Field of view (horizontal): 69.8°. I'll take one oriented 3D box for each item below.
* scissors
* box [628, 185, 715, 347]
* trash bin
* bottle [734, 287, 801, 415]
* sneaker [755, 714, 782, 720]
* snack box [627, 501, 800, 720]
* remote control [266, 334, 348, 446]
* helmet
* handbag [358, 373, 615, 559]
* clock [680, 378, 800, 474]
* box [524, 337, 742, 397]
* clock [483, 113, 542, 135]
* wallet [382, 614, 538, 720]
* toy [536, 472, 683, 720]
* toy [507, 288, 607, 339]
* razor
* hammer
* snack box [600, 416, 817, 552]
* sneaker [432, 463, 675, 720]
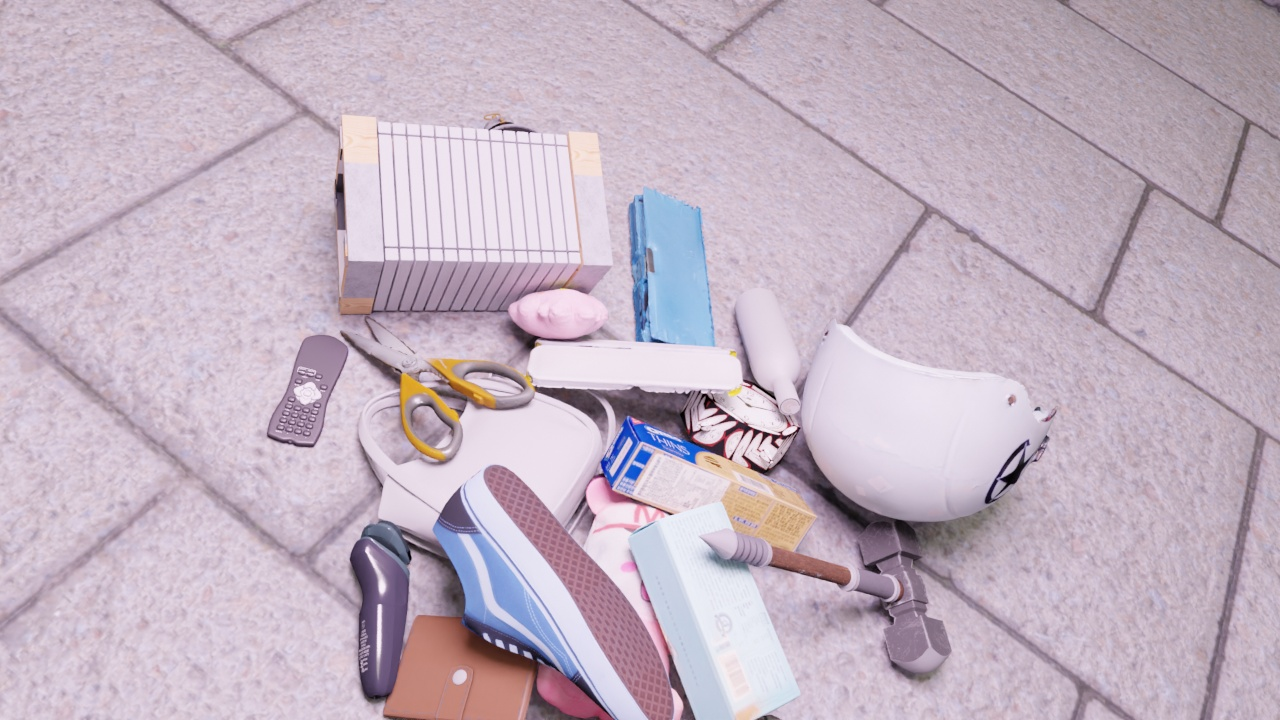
[{"bbox_3d":[-0.198,0.008,0.875,0.161,0.016,0.225,-26,48,-23],"label":"scissors"},{"bbox_3d":[0.037,-0.101,1.060,0.093,0.049,0.231,9,54,-15],"label":"box"},{"bbox_3d":[-0.174,-0.138,0.924,0.246,0.143,0.142,-1,74,-21],"label":"trash bin"},{"bbox_3d":[0.141,-0.008,0.985,0.052,0.053,0.195,12,32,-12],"label":"bottle"},{"bbox_3d":[0.018,0.342,0.717,0.234,0.095,0.120,-38,74,-28],"label":"sneaker"},{"bbox_3d":[0.059,0.208,0.752,0.074,0.053,0.174,-9,70,-40],"label":"snack box"},{"bbox_3d":[-0.313,0.025,0.869,0.046,0.009,0.124,14,53,-10],"label":"remote control"},{"bbox_3d":[0.273,0.078,0.925,0.237,0.263,0.163,23,91,28],"label":"helmet"},{"bbox_3d":[-0.155,0.084,0.860,0.223,0.096,0.215,24,49,13],"label":"handbag"},{"bbox_3d":[0.102,0.062,0.958,0.114,0.065,0.154,26,23,0],"label":"clock"},{"bbox_3d":[-0.005,0.002,0.919,0.209,0.039,0.129,4,19,0],"label":"box"},{"bbox_3d":[-0.152,-0.239,1.084,0.103,0.056,0.147,-18,68,-20],"label":"clock"},{"bbox_3d":[-0.140,0.247,0.735,0.121,0.013,0.087,-2,51,18],"label":"wallet"},{"bbox_3d":[-0.009,0.210,0.801,0.142,0.084,0.212,20,53,-7],"label":"toy"},{"bbox_3d":[-0.078,-0.047,0.921,0.102,0.093,0.050,0,88,-14],"label":"toy"},{"bbox_3d":[-0.216,0.205,0.759,0.052,0.047,0.142,21,50,-37],"label":"razor"},{"bbox_3d":[0.162,0.186,0.815,0.322,0.043,0.155,23,45,-39],"label":"hammer"},{"bbox_3d":[0.064,0.120,0.860,0.206,0.056,0.057,25,15,-23],"label":"snack box"},{"bbox_3d":[-0.075,0.200,0.713,0.241,0.098,0.083,49,18,13],"label":"sneaker"}]
